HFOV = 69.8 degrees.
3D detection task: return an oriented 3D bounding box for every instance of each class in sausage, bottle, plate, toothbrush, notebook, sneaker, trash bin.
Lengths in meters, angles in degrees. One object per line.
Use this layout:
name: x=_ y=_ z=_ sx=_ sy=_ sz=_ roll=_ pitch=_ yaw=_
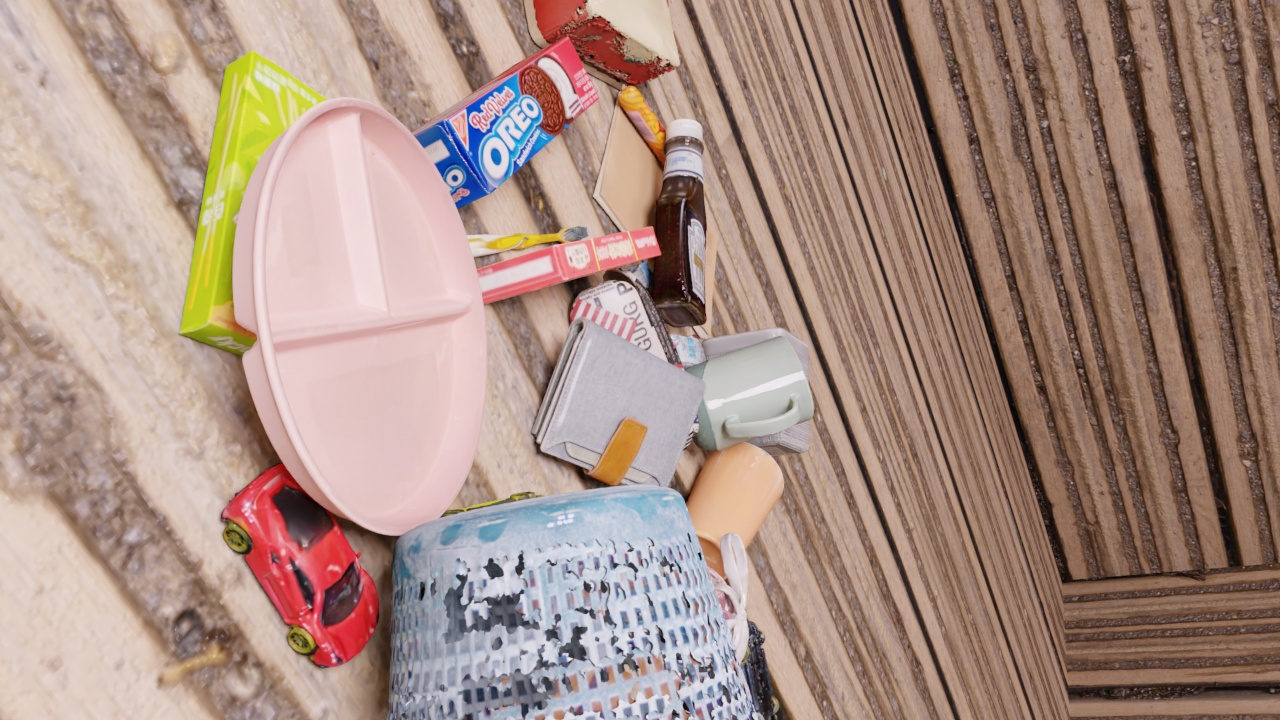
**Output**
sausage: x=0.023 y=-0.211 z=0.909 sx=0.165 sy=0.021 sz=0.021 roll=47 pitch=40 yaw=-43
bottle: x=0.039 y=-0.132 z=0.858 sx=0.080 sy=0.044 sz=0.194 roll=42 pitch=48 yaw=-65
plate: x=-0.140 y=-0.022 z=0.491 sx=0.229 sy=0.028 sz=0.229 roll=-6 pitch=89 yaw=-77
toothbrush: x=-0.089 y=-0.088 z=0.675 sx=0.191 sy=0.018 sz=0.016 roll=-21 pitch=95 yaw=-62
notebook: x=0.024 y=-0.142 z=0.912 sx=0.211 sy=0.012 sz=0.149 roll=49 pitch=37 yaw=-41
sneaker: x=0.045 y=0.208 z=0.719 sx=0.241 sy=0.088 sz=0.118 roll=62 pitch=31 yaw=-23
trash bin: x=-0.035 y=0.170 z=0.454 sx=0.226 sy=0.227 sz=0.195 roll=13 pitch=64 yaw=-59

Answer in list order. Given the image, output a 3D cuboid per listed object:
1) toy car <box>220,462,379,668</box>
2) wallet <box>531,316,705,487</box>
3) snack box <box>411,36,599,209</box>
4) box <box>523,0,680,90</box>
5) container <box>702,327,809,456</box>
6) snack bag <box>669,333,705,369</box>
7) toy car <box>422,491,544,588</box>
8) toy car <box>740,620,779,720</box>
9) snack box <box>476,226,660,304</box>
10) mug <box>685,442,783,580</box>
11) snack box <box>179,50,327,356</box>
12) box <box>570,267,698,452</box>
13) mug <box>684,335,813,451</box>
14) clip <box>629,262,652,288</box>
toy car: x=-0.161 y=0.102 z=0.452 sx=0.049 sy=0.031 sz=0.106 roll=-49 pitch=123 yaw=-55
wallet: x=-0.012 y=0.041 z=0.690 sx=0.129 sy=0.037 sz=0.106 roll=28 pitch=76 yaw=-37
snack box: x=-0.098 y=-0.170 z=0.653 sx=0.057 sy=0.058 sz=0.206 roll=61 pitch=32 yaw=-21
box: x=-0.026 y=-0.310 z=0.821 sx=0.168 sy=0.078 sz=0.091 roll=1 pitch=77 yaw=-61
container: x=0.120 y=0.037 z=0.931 sx=0.090 sy=0.090 sz=0.114 roll=23 pitch=61 yaw=-56
snack bag: x=0.039 y=-0.008 z=0.865 sx=0.105 sy=0.026 sz=0.045 roll=6 pitch=67 yaw=-61
toy car: x=-0.095 y=0.110 z=0.558 sx=0.105 sy=0.032 sz=0.048 roll=-6 pitch=90 yaw=-51
toy car: x=0.100 y=0.294 z=0.844 sx=0.048 sy=0.031 sz=0.105 roll=-4 pitch=80 yaw=-61
snack box: x=-0.050 y=-0.072 z=0.678 sx=0.152 sy=0.075 sz=0.025 roll=-26 pitch=102 yaw=-61
mug: x=0.073 y=0.138 z=0.822 sx=0.122 sy=0.078 sz=0.078 roll=-50 pitch=122 yaw=-49
snack box: x=-0.186 y=-0.074 z=0.483 sx=0.085 sy=0.026 sz=0.156 roll=31 pitch=53 yaw=-53
box: x=-0.004 y=0.004 z=0.770 sx=0.087 sy=0.076 sz=0.162 roll=-115 pitch=-179 yaw=-75
mug: x=0.095 y=0.038 z=0.821 sx=0.111 sy=0.106 sz=0.082 roll=-118 pitch=-169 yaw=-64
clip: x=-0.007 y=-0.070 z=0.819 sx=0.057 sy=0.036 sz=0.025 roll=-42 pitch=117 yaw=-63
